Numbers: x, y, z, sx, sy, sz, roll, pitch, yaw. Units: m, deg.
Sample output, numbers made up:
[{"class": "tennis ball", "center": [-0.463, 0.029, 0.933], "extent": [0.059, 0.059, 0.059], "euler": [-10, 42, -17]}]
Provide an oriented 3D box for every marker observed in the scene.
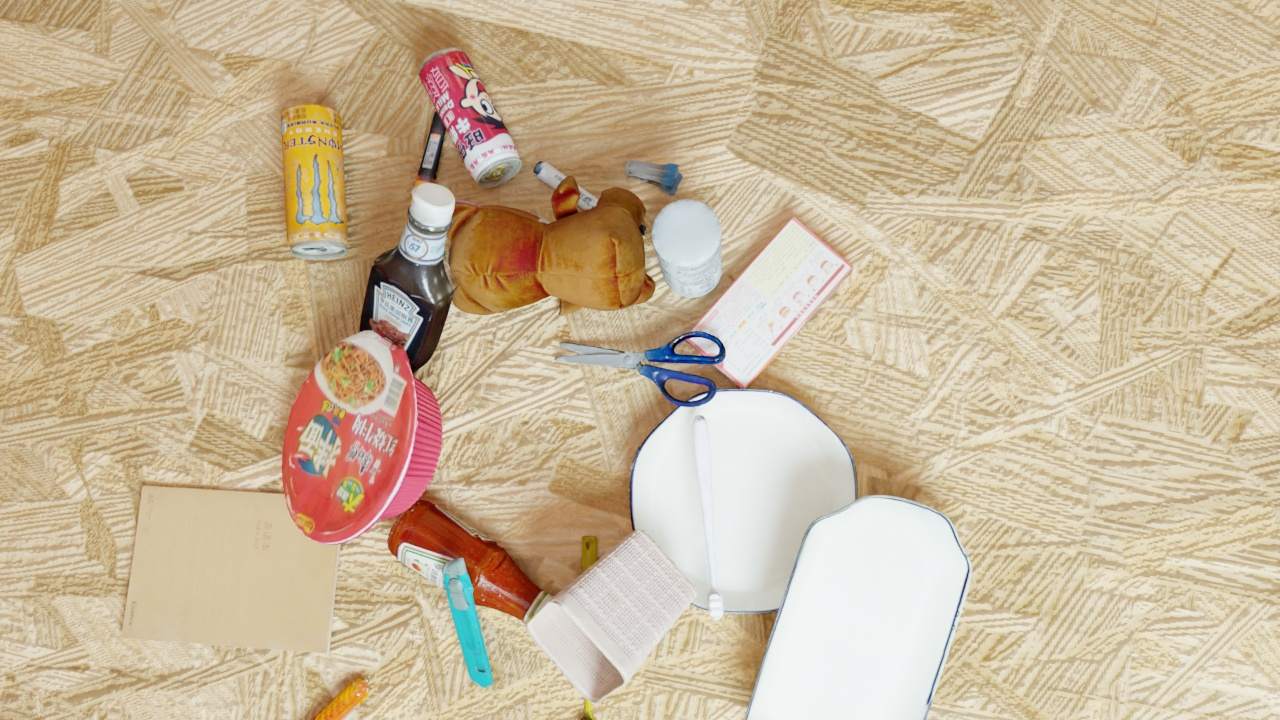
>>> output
[{"class": "marker", "center": [-0.050, -0.157, 0.905], "extent": [0.131, 0.018, 0.022], "euler": [36, 79, 8]}, {"class": "marker", "center": [-0.214, -0.196, 0.929], "extent": [0.018, 0.015, 0.123], "euler": [10, 81, 5]}]

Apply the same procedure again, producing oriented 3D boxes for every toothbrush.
[{"class": "toothbrush", "center": [0.059, 0.138, 0.812], "extent": [0.016, 0.016, 0.180], "euler": [-5, 82, 3]}, {"class": "toothbrush", "center": [-0.049, 0.260, 0.853], "extent": [0.016, 0.016, 0.190], "euler": [-1, 83, 8]}]

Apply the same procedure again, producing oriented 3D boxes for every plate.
[{"class": "plate", "center": [0.093, 0.127, 0.842], "extent": [0.205, 0.045, 0.204], "euler": [-1, 82, 6]}, {"class": "plate", "center": [0.185, 0.242, 0.796], "extent": [0.162, 0.034, 0.266], "euler": [15, 94, -11]}]

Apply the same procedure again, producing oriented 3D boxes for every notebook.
[{"class": "notebook", "center": [-0.399, 0.202, 0.899], "extent": [0.211, 0.012, 0.149], "euler": [3, 82, 6]}]

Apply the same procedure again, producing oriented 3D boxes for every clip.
[{"class": "clip", "center": [0.011, -0.184, 0.903], "extent": [0.058, 0.045, 0.027], "euler": [18, 86, 13]}]

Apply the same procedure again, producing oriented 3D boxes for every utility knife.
[{"class": "utility knife", "center": [-0.156, 0.239, 0.829], "extent": [0.029, 0.012, 0.151], "euler": [2, 118, 20]}]

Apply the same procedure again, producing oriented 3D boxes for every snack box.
[{"class": "snack box", "center": [0.121, -0.053, 0.870], "extent": [0.077, 0.027, 0.155], "euler": [42, 88, 9]}]

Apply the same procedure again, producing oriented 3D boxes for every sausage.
[{"class": "sausage", "center": [-0.315, 0.358, 0.865], "extent": [0.165, 0.021, 0.021], "euler": [-44, 81, -1]}]

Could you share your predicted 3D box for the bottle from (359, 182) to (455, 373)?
[{"class": "bottle", "center": [-0.208, -0.074, 0.837], "extent": [0.080, 0.043, 0.195], "euler": [34, 130, 8]}]

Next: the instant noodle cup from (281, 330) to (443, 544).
[{"class": "instant noodle cup", "center": [-0.247, 0.074, 0.843], "extent": [0.194, 0.065, 0.193], "euler": [-13, 68, 36]}]

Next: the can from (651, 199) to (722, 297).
[{"class": "can", "center": [0.044, -0.096, 0.822], "extent": [0.058, 0.147, 0.058], "euler": [-1, 83, 6]}]

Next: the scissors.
[{"class": "scissors", "center": [0.000, -0.009, 0.865], "extent": [0.174, 0.012, 0.124], "euler": [37, 85, 28]}]

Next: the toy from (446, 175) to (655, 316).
[{"class": "toy", "center": [-0.090, -0.101, 0.853], "extent": [0.200, 0.130, 0.140], "euler": [-4, 115, 6]}]

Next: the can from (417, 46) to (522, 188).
[{"class": "can", "center": [-0.168, -0.240, 0.909], "extent": [0.053, 0.053, 0.132], "euler": [-28, 81, 1]}]

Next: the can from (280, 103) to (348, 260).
[{"class": "can", "center": [-0.325, -0.177, 0.914], "extent": [0.058, 0.058, 0.146], "euler": [-7, 82, 5]}]

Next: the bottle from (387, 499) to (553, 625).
[{"class": "bottle", "center": [-0.136, 0.203, 0.845], "extent": [0.206, 0.060, 0.059], "euler": [30, 86, 10]}]

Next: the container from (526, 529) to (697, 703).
[{"class": "container", "center": [-0.021, 0.214, 0.787], "extent": [0.090, 0.090, 0.110], "euler": [46, 52, 8]}]
